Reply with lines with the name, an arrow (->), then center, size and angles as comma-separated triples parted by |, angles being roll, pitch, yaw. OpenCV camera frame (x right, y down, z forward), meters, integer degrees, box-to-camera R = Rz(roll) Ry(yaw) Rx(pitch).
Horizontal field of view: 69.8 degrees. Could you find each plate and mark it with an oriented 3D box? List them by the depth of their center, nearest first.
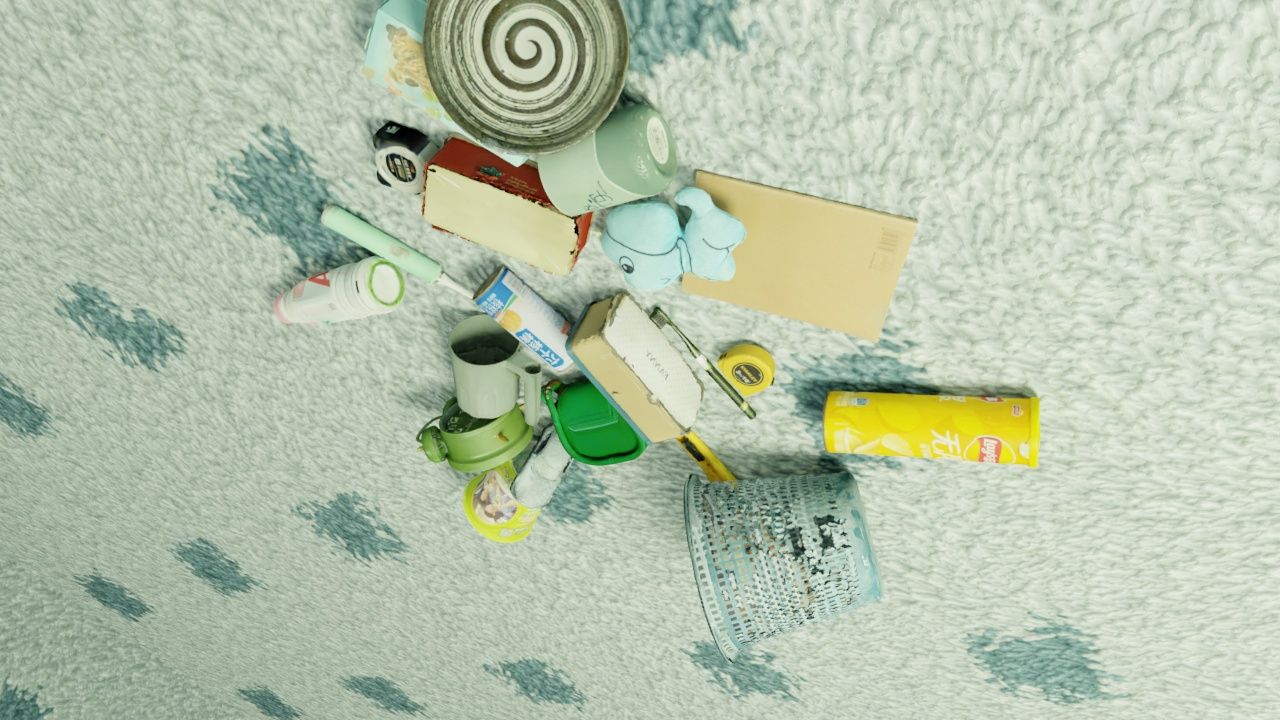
plate -> -0.098, -0.267, 0.789 | 0.179, 0.024, 0.179 | 1, 107, 2

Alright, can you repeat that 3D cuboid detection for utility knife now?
utility knife -> 0.064, 0.108, 1.147 | 0.033, 0.015, 0.215 | -24, 119, 37

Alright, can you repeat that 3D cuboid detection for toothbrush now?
toothbrush -> 0.072, 0.007, 1.040 | 0.186, 0.017, 0.012 | 46, 164, -23
toothbrush -> -0.263, -0.114, 1.058 | 0.224, 0.026, 0.027 | 30, 169, -7

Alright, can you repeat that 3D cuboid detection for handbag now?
handbag -> -0.047, 0.062, 1.106 | 0.132, 0.067, 0.120 | -17, 118, 40

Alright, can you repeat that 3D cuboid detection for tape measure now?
tape measure -> -0.241, -0.207, 0.950 | 0.066, 0.033, 0.066 | 21, 140, 6
tape measure -> 0.120, 0.007, 1.010 | 0.060, 0.028, 0.057 | 44, 135, -21

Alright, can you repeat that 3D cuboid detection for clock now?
clock -> -0.216, 0.088, 1.179 | 0.161, 0.115, 0.056 | -6, 119, 24

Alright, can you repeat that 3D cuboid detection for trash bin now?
trash bin -> 0.174, 0.224, 1.082 | 0.195, 0.226, 0.227 | -14, 128, 11

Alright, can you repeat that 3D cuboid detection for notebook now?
notebook -> 0.149, -0.100, 0.902 | 0.211, 0.012, 0.150 | 15, 136, 10

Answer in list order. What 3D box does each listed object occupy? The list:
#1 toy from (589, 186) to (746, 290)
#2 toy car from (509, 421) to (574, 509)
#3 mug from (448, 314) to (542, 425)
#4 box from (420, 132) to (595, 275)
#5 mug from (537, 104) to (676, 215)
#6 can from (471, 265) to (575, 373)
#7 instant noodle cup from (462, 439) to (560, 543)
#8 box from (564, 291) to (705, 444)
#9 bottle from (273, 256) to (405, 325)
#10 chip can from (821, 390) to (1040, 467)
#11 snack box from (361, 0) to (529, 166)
toy -> 0.023, -0.117, 0.905 | 0.156, 0.049, 0.162 | 26, 143, 13
toy car -> -0.120, 0.134, 1.183 | 0.054, 0.120, 0.037 | 35, 163, -12
mug -> -0.170, 0.018, 1.101 | 0.124, 0.083, 0.104 | 31, 142, 19
box -> -0.136, -0.151, 0.928 | 0.168, 0.076, 0.092 | 22, 137, 3
mug -> -0.021, -0.180, 0.852 | 0.106, 0.082, 0.111 | -10, 161, 27
can -> -0.124, -0.045, 1.046 | 0.134, 0.053, 0.053 | 42, 135, -19
instant noodle cup -> -0.167, 0.172, 1.254 | 0.111, 0.111, 0.124 | 33, 129, -11
box -> -0.006, 0.006, 1.022 | 0.061, 0.089, 0.184 | -20, 120, 39
bottle -> -0.374, -0.078, 1.117 | 0.197, 0.068, 0.068 | -8, 129, 34
chip can -> 0.303, 0.069, 0.962 | 0.214, 0.071, 0.072 | 2, 134, 24
snack box -> -0.165, -0.260, 0.849 | 0.175, 0.051, 0.074 | 30, 136, -7
